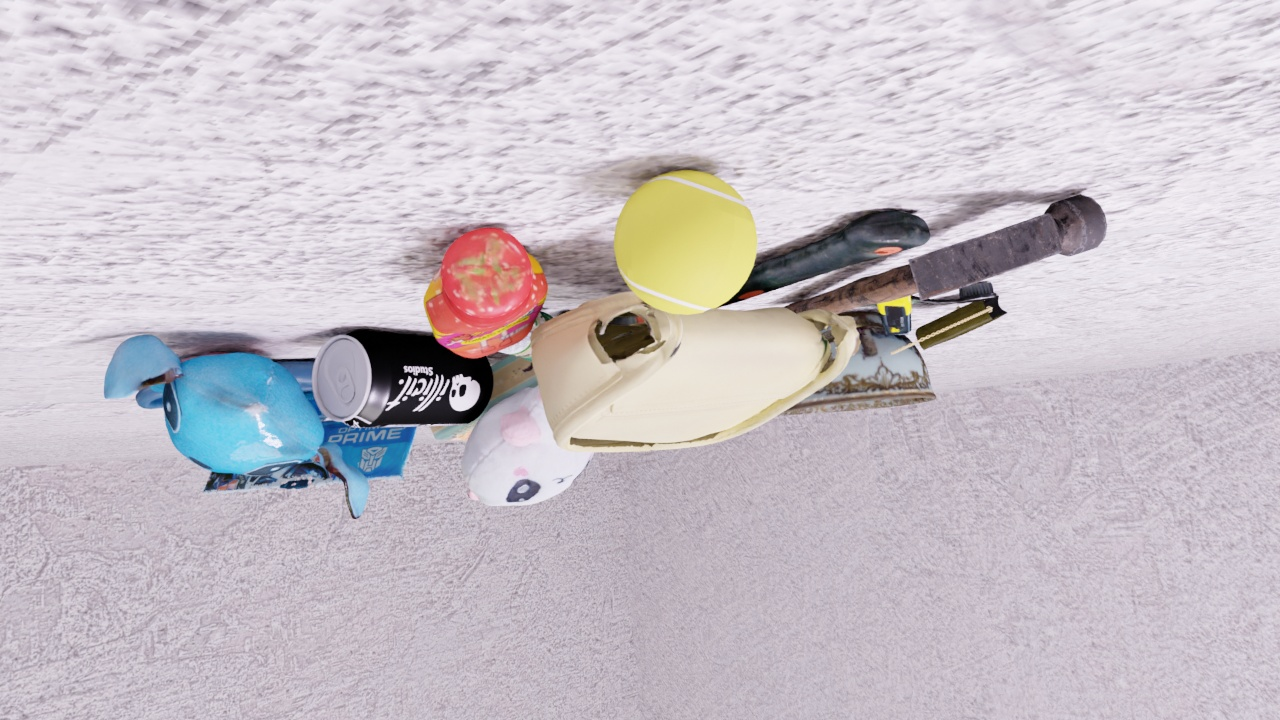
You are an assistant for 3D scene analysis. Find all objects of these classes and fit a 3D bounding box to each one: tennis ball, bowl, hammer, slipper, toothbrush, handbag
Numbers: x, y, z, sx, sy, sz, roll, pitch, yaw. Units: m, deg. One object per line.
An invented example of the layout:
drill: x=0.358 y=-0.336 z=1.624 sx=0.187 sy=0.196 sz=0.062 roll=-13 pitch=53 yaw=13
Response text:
tennis ball: x=0.020 y=-0.054 z=0.419 sx=0.065 sy=0.065 sz=0.065 roll=-5 pitch=174 yaw=-1
bowl: x=0.214 y=0.002 z=0.936 sx=0.160 sy=0.094 sz=0.160 roll=-5 pitch=174 yaw=-1
hammer: x=0.167 y=-0.050 z=0.658 sx=0.120 sy=0.033 sz=0.331 roll=-17 pitch=179 yaw=-15
slipper: x=-0.373 y=0.033 z=0.899 sx=0.213 sy=0.059 sz=0.104 roll=-5 pitch=175 yaw=-23
toothbrush: x=0.221 y=-0.055 z=0.829 sx=0.188 sy=0.017 sz=0.014 roll=-4 pitch=170 yaw=16
handbag: x=0.026 y=0.000 z=0.623 sx=0.232 sy=0.088 sz=0.191 roll=-1 pitch=159 yaw=-44
handbag: x=0.273 y=-0.029 z=0.835 sx=0.084 sy=0.027 sz=0.177 roll=-29 pitch=172 yaw=37
hammer: x=0.067 y=-0.050 z=0.661 sx=0.132 sy=0.033 sz=0.334 roll=0 pitch=171 yaw=-30

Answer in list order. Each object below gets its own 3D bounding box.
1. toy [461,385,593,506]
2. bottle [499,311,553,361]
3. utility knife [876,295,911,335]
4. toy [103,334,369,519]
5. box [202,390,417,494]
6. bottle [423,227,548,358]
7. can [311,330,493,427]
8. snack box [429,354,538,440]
toy: x=-0.088 y=0.063 z=0.834 sx=0.138 sy=0.101 sz=0.180 roll=-14 pitch=156 yaw=-40
bottle: x=-0.097 y=-0.024 z=0.692 sx=0.043 sy=0.042 sz=0.110 roll=-7 pitch=173 yaw=16
utility knife: x=0.226 y=-0.041 z=0.810 sx=0.029 sy=0.020 sz=0.174 roll=-3 pitch=169 yaw=18
toy: x=-0.322 y=0.046 z=0.764 sx=0.224 sy=0.099 sz=0.192 roll=32 pitch=172 yaw=-22
box: x=-0.334 y=0.061 z=0.975 sx=0.244 sy=0.060 sz=0.175 roll=-7 pitch=-149 yaw=16
bottle: x=-0.090 y=-0.037 z=0.534 sx=0.071 sy=0.048 sz=0.134 roll=-21 pitch=175 yaw=-12
can: x=-0.202 y=0.017 z=0.796 sx=0.080 sy=0.080 sz=0.145 roll=-9 pitch=172 yaw=33
snack box: x=-0.137 y=0.034 z=0.969 sx=0.141 sy=0.044 sz=0.193 roll=-29 pitch=173 yaw=1
